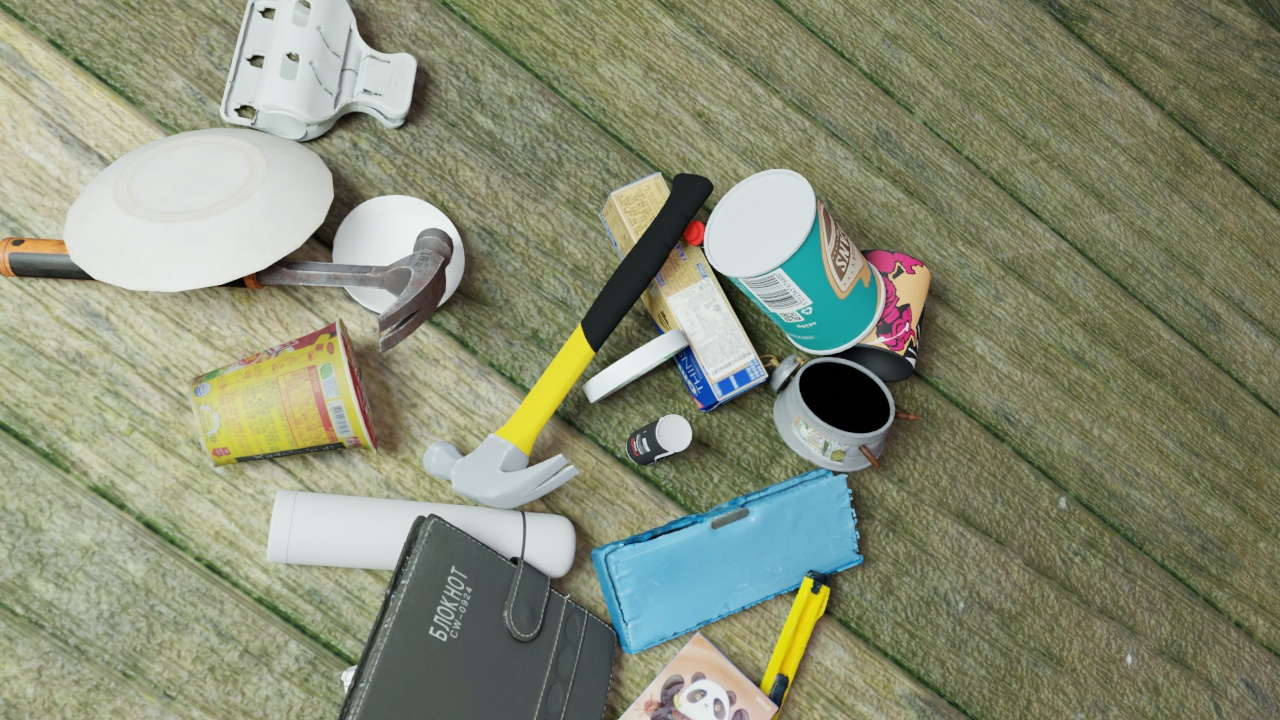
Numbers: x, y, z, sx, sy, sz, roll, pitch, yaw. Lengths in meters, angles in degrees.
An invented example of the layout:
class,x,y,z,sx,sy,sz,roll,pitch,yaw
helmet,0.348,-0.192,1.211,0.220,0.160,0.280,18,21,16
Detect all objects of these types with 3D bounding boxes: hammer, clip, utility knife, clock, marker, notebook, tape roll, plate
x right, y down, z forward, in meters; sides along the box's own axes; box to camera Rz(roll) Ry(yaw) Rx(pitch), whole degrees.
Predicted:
class,x,y,z,sx,sy,sz,roll,pitch,yaw
hammer,-0.303,-0.060,0.666,0.314,0.035,0.137,3,34,-4
clip,-0.258,-0.244,0.749,0.152,0.099,0.126,8,76,-6
hammer,-0.038,-0.023,0.728,0.323,0.127,0.029,-55,136,-15
utility knife,0.110,0.276,0.761,0.030,0.019,0.217,28,81,-17
clock,0.163,0.039,0.819,0.148,0.056,0.103,37,49,18
marker,0.092,-0.102,0.823,0.144,0.021,0.023,5,67,-46
notebook,-0.100,0.222,0.643,0.209,0.030,0.169,44,46,-34
tape roll,-0.005,0.004,0.760,0.093,0.094,0.018,-30,87,-23
plate,-0.199,-0.083,0.755,0.104,0.026,0.104,4,76,-17
plate,-0.325,-0.123,0.672,0.189,0.027,0.188,1,48,-1

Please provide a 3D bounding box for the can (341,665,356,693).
class,x,y,z,sx,sy,sz,roll,pitch,yaw
can,-0.157,0.268,0.646,0.086,0.087,0.116,-8,79,-20

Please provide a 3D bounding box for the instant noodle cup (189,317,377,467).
class,x,y,z,sx,sy,sz,roll,pitch,yaw
instant noodle cup,-0.262,0.029,0.674,0.112,0.100,0.100,-13,81,-12

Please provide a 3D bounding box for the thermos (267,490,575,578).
class,x,y,z,sx,sy,sz,roll,pitch,yaw
thermos,-0.161,0.134,0.697,0.224,0.052,0.052,8,74,-16

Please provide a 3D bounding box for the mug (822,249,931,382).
class,x,y,z,sx,sy,sz,roll,pitch,yaw
mug,0.202,-0.044,0.856,0.118,0.082,0.098,12,71,14

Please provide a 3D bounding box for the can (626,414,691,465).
class,x,y,z,sx,sy,sz,roll,pitch,yaw
can,0.014,0.066,0.757,0.031,0.081,0.031,5,75,-18

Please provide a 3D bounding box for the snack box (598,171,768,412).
class,x,y,z,sx,sy,sz,roll,pitch,yaw
snack box,0.036,-0.059,0.811,0.056,0.057,0.206,-26,86,-19

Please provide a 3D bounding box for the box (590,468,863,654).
class,x,y,z,sx,sy,sz,roll,pitch,yaw
box,0.081,0.164,0.770,0.231,0.054,0.093,-15,82,-21

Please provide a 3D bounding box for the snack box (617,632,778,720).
class,x,y,z,sx,sy,sz,roll,pitch,yaw
snack box,0.026,0.298,0.715,0.087,0.034,0.151,41,67,16

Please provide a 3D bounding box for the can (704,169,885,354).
class,x,y,z,sx,sy,sz,roll,pitch,yaw
can,0.134,-0.080,0.782,0.144,0.099,0.099,36,63,-45
